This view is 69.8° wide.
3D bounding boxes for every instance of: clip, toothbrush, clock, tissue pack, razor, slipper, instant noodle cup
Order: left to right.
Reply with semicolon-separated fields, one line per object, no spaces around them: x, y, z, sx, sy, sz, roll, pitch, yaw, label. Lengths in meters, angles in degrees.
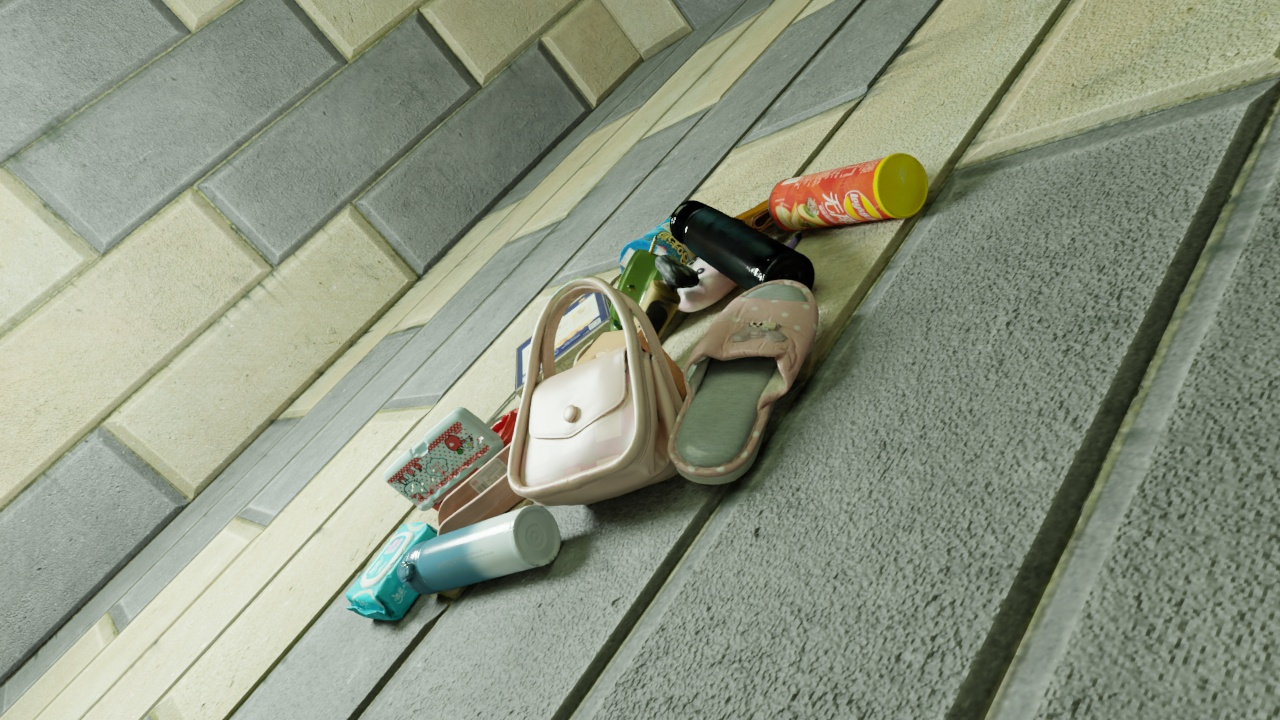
-0.299;0.261;1.129;0.093;0.050;0.133;-16;32;47;tissue pack
-0.072;0.019;1.193;0.104;0.035;0.087;-52;25;-24;clip
0.002;-0.087;1.254;0.161;0.056;0.115;102;-167;-60;clock
0.014;-0.050;1.131;0.167;0.062;0.068;-62;12;-7;razor
0.038;-0.159;1.357;0.099;0.099;0.109;-20;19;43;instant noodle cup
0.101;0.004;0.897;0.114;0.054;0.273;10;48;26;slipper
0.150;-0.097;1.134;0.188;0.014;0.017;-50;0;-27;toothbrush

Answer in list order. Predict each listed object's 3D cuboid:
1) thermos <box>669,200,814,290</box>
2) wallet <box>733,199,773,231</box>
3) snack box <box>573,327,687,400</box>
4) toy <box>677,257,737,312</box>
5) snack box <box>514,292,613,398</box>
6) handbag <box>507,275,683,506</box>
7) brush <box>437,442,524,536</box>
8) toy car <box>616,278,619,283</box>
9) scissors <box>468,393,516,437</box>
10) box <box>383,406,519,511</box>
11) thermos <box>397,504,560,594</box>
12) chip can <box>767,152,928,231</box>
0.124;-0.138;1.108;0.089;0.068;0.242;-16;31;-18;thermos
0.169;-0.202;1.253;0.119;0.035;0.131;-26;10;-18;wallet
-0.013;0.024;1.051;0.076;0.094;0.093;-50;22;-23;snack box
0.105;-0.118;1.205;0.159;0.054;0.121;-31;21;3;toy
-0.111;-0.026;1.399;0.178;0.046;0.182;-38;20;8;snack box
-0.053;0.026;0.952;0.194;0.093;0.234;-21;68;38;handbag
-0.188;0.165;1.114;0.146;0.063;0.073;-38;10;8;brush
-0.007;-0.118;1.419;0.043;0.036;0.091;-38;19;3;toy car
-0.246;0.116;1.340;0.163;0.012;0.162;-57;-18;23;scissors
-0.244;0.118;1.219;0.202;0.100;0.094;-39;17;34;box
-0.183;0.212;1.003;0.221;0.070;0.070;-24;26;38;thermos
0.239;-0.196;1.091;0.073;0.073;0.217;-47;21;-17;chip can
